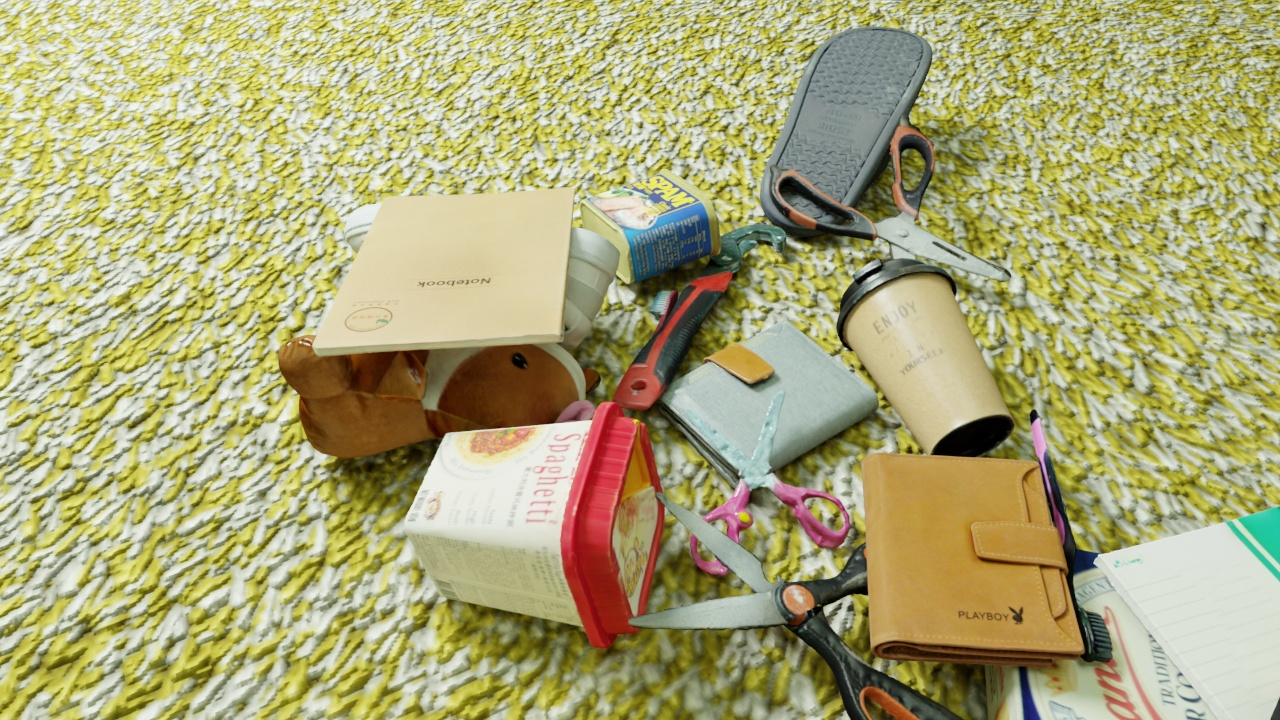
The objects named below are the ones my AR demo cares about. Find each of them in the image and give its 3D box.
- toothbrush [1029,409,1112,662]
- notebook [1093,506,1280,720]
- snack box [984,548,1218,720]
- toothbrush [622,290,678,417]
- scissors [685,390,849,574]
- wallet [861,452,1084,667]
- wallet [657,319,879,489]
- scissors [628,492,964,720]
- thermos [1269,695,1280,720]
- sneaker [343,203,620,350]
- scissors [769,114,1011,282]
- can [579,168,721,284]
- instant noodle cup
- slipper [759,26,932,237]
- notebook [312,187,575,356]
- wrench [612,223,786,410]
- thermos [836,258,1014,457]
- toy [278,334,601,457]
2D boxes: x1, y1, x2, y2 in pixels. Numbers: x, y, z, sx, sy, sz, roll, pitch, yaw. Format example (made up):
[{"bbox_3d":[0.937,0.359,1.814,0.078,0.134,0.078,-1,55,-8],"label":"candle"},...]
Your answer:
[{"bbox_3d":[0.253,0.096,0.548,0.018,0.014,0.188,15,42,-2],"label":"toothbrush"},{"bbox_3d":[0.362,0.171,0.476,0.150,0.012,0.209,-10,45,-17],"label":"notebook"},{"bbox_3d":[0.283,0.193,0.488,0.182,0.046,0.177,10,44,7],"label":"snack box"},{"bbox_3d":[-0.004,0.004,0.692,0.017,0.016,0.187,8,44,17],"label":"toothbrush"},{"bbox_3d":[0.080,0.080,0.593,0.135,0.017,0.133,20,68,2],"label":"scissors"},{"bbox_3d":[0.183,0.109,0.522,0.108,0.031,0.131,1,44,10],"label":"wallet"},{"bbox_3d":[0.089,0.025,0.659,0.129,0.037,0.106,-27,53,-25],"label":"wallet"},{"bbox_3d":[0.109,0.145,0.519,0.220,0.022,0.232,-16,56,-32],"label":"scissors"},{"bbox_3d":[0.263,0.223,0.374,0.242,0.090,0.069,-57,23,-19],"label":"thermos"},{"bbox_3d":[-0.135,-0.061,0.714,0.242,0.089,0.090,11,75,25],"label":"sneaker"},{"bbox_3d":[0.209,-0.120,0.785,0.189,0.015,0.222,-3,64,5],"label":"scissors"},{"bbox_3d":[0.006,-0.113,0.772,0.083,0.057,0.102,-22,36,-17],"label":"can"},{"bbox_3d":[-0.059,0.094,0.538,0.124,0.117,0.116,0,43,14],"label":"instant noodle cup"},{"bbox_3d":[0.192,-0.214,0.886,0.111,0.083,0.267,23,67,16],"label":"slipper"},{"bbox_3d":[-0.120,-0.068,0.616,0.148,0.008,0.207,-3,35,1],"label":"notebook"},{"bbox_3d":[0.048,-0.044,0.728,0.056,0.016,0.272,13,40,25],"label":"wrench"},{"bbox_3d":[0.203,0.000,0.657,0.093,0.093,0.143,-9,53,-12],"label":"thermos"},{"bbox_3d":[-0.125,0.010,0.615,0.199,0.131,0.140,11,20,-1],"label":"toy"}]
